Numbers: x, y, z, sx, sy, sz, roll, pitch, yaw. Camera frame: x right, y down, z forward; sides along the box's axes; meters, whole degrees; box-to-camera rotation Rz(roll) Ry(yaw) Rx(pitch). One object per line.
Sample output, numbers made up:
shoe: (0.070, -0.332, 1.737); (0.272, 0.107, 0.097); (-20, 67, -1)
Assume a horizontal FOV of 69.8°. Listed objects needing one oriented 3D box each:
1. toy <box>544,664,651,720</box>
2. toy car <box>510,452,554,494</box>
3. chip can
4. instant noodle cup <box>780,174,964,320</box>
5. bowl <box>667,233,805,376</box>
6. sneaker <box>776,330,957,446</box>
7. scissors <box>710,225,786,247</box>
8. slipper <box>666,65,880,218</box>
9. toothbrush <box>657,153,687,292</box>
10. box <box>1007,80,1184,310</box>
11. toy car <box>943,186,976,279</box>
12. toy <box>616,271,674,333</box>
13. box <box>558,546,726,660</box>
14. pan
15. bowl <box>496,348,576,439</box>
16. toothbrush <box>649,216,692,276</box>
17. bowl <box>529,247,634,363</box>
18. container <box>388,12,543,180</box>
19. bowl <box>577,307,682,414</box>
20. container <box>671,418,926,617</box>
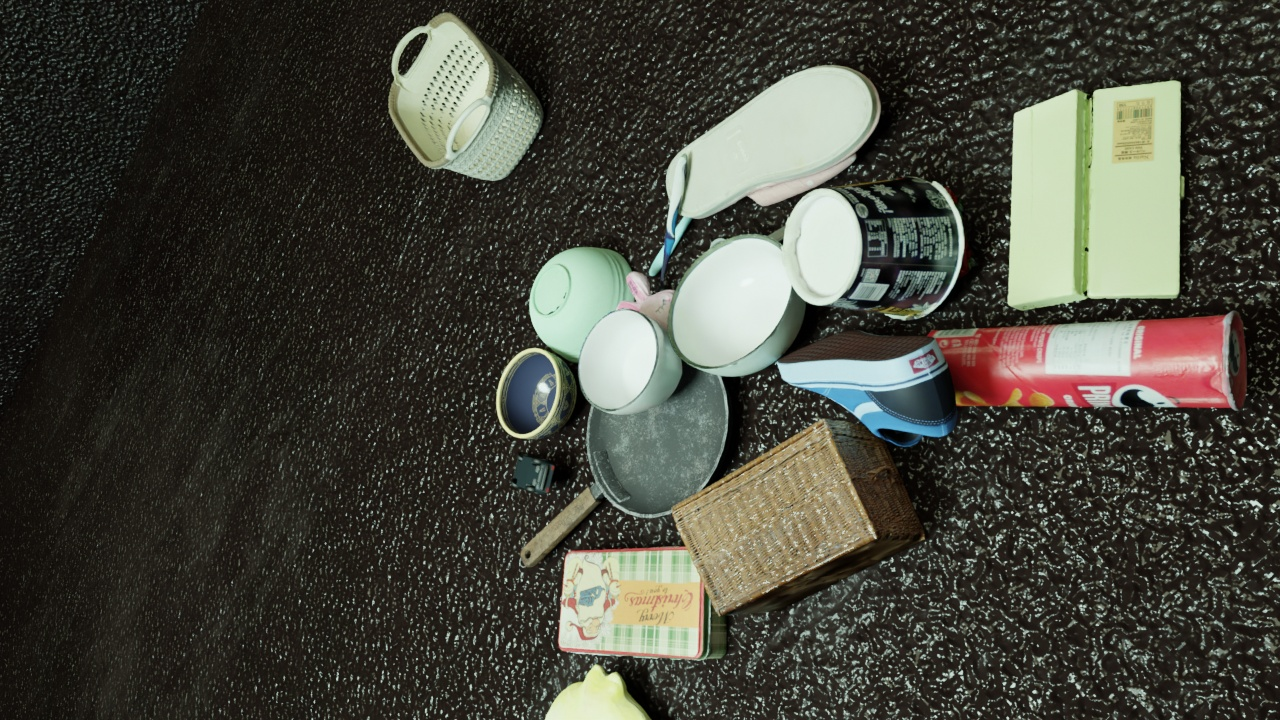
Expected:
toy: (-0.039, 0.404, 0.973); (0.171, 0.064, 0.155); (3, 86, 42)
toy car: (-0.132, 0.141, 1.138); (0.112, 0.034, 0.046); (-3, 73, 67)
chip can: (0.346, 0.004, 0.740); (0.233, 0.073, 0.073); (-2, 76, 42)
instant noodle cup: (0.204, -0.104, 0.838); (0.137, 0.112, 0.137); (11, 102, 59)
bowl: (0.109, -0.048, 0.954); (0.154, 0.073, 0.153); (-23, 52, 33)
sneaker: (0.197, 0.032, 0.823); (0.098, 0.083, 0.241); (68, 167, -9)
scissors: (0.125, -0.114, 1.009); (0.171, 0.014, 0.094); (-1, 76, 45)
slipper: (0.139, -0.228, 0.991); (0.275, 0.054, 0.114); (-17, 83, 42)
toothbrush: (0.038, -0.143, 1.056); (0.017, 0.016, 0.189); (20, 112, 31)
box: (0.380, -0.139, 0.775); (0.141, 0.044, 0.187); (0, 78, 39)
toy car: (0.282, -0.117, 0.858); (0.042, 0.036, 0.091); (-19, 72, 37)
toy: (0.018, -0.057, 1.053); (0.110, 0.047, 0.064); (29, 125, 32)
box: (-0.001, 0.260, 0.992); (0.206, 0.049, 0.117); (-9, 73, 39)
pan: (-0.025, 0.128, 1.058); (0.358, 0.040, 0.207); (-48, 52, 23)
bowl: (-0.120, 0.046, 1.148); (0.113, 0.061, 0.112); (-13, 69, 39)
toothbrush: (0.062, -0.173, 1.082); (0.181, 0.016, 0.016); (-55, 51, 17)
bowl: (-0.085, -0.077, 1.143); (0.151, 0.077, 0.150); (-14, 69, 39)
container: (-0.255, -0.374, 1.332); (0.185, 0.142, 0.246); (-50, 51, 19)
bowl: (-0.006, 0.006, 1.007); (0.117, 0.065, 0.116); (-14, 68, 38)
container: (0.145, 0.149, 0.849); (0.199, 0.113, 0.112); (-37, 59, 29)
